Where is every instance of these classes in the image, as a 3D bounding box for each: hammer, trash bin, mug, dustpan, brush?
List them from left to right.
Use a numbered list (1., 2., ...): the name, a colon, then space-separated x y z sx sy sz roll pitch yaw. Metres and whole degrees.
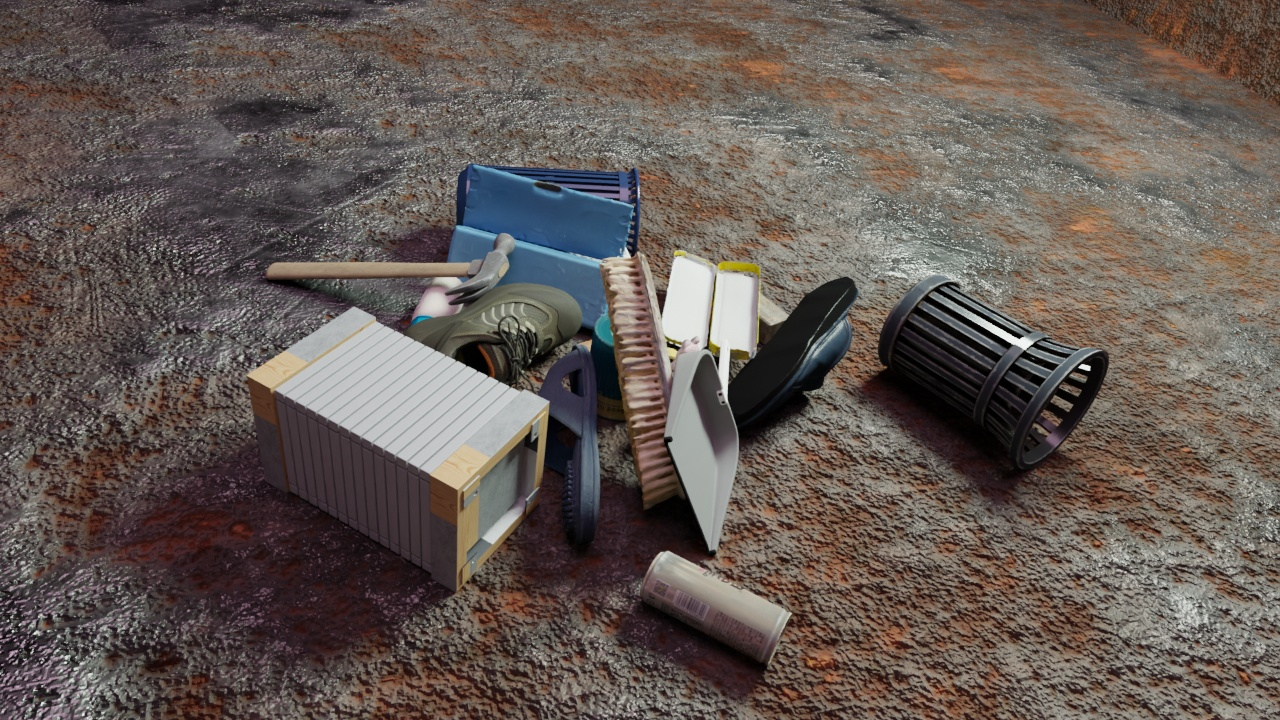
1. hammer: -0.331 -0.119 1.179 0.331 0.031 0.119 2 43 12
2. trash bin: -0.237 0.082 0.914 0.247 0.143 0.142 24 41 18
3. trash bin: -0.133 -0.210 1.309 0.249 0.139 0.139 2 39 -7
4. mug: -0.006 0.006 1.087 0.113 0.107 0.083 4 37 -7
5. brush: 0.005 0.019 0.977 0.056 0.271 0.083 -10 -3 -3
6. hammer: 0.038 -0.046 1.218 0.300 0.037 0.158 -20 47 -32
7. dustpan: 0.075 0.059 0.996 0.033 0.163 0.256 -11 34 16
8. trash bin: 0.426 0.003 1.144 0.163 0.165 0.227 -21 44 -33

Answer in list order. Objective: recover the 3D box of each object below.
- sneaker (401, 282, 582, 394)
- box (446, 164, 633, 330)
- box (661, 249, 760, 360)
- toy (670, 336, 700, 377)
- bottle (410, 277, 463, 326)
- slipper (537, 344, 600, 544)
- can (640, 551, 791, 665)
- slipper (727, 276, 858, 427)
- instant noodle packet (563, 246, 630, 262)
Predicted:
1. sneaker: -0.155 -0.018 1.073 0.237 0.101 0.143 -21 33 -27
2. box: -0.136 -0.149 1.208 0.231 0.174 0.033 15 9 9
3. box: 0.095 -0.078 1.215 0.129 0.034 0.209 13 39 -1
4. toy: 0.047 0.028 1.057 0.037 0.126 0.075 24 37 34
5. bottle: -0.260 -0.052 1.152 0.051 0.051 0.145 10 38 0
6. slipper: -0.088 0.079 0.987 0.082 0.101 0.263 3 42 -9
7. can: 0.069 0.231 0.863 0.136 0.054 0.054 23 40 17
8. slipper: 0.202 0.006 1.140 0.264 0.083 0.109 -47 20 -29
9. instant noodle packet: -0.048 -0.126 1.236 0.087 0.134 0.026 -26 4 -18
